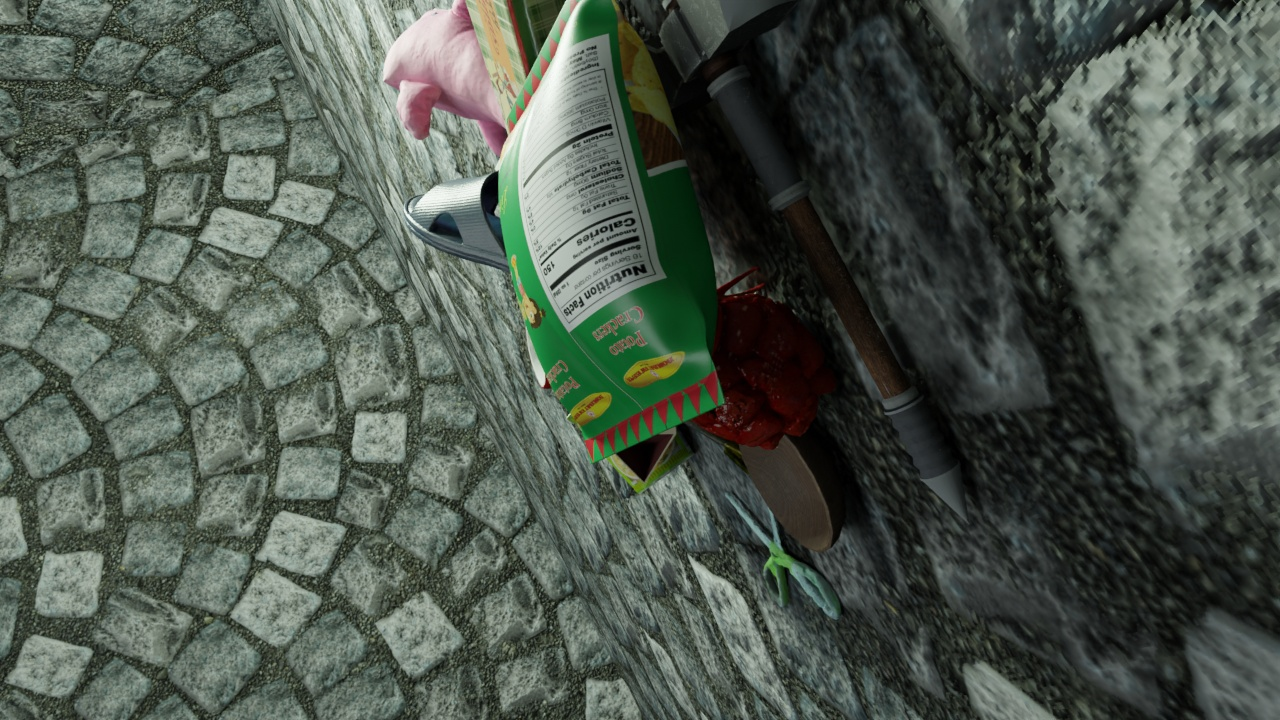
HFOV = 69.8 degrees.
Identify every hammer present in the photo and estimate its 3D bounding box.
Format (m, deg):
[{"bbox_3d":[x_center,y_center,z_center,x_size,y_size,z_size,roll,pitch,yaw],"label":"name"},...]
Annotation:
[{"bbox_3d":[0.099,-0.055,0.494,0.322,0.043,0.156,61,164,-1],"label":"hammer"}]

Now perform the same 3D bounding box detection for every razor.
[{"bbox_3d":[0.056,0.057,0.735,0.106,0.026,0.042,32,-172,-38],"label":"razor"}]

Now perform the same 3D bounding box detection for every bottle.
[{"bbox_3d":[0.065,-0.001,0.588,0.111,0.099,0.099,24,175,-19],"label":"bottle"}]

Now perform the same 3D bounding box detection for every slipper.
[{"bbox_3d":[-0.130,-0.139,0.891,0.264,0.101,0.083,25,122,28],"label":"slipper"}]

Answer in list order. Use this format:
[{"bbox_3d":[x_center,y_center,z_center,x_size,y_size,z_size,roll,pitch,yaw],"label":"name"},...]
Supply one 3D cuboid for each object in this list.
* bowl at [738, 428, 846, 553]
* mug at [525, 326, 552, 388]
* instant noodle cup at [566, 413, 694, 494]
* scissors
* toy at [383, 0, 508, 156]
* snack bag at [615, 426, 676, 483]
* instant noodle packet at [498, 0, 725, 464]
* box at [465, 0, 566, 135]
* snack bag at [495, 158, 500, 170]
[{"bbox_3d":[0.114,0.081,0.667,0.118,0.030,0.118,55,162,27],"label":"bowl"},{"bbox_3d":[-0.058,-0.033,0.883,0.116,0.096,0.081,-118,24,-48],"label":"mug"},{"bbox_3d":[-0.005,0.072,0.932,0.108,0.098,0.099,54,163,7],"label":"instant noodle cup"},{"bbox_3d":[0.124,0.171,0.820,0.172,0.021,0.171,52,164,46],"label":"scissors"},{"bbox_3d":[-0.161,-0.250,0.839,0.265,0.127,0.187,42,150,39],"label":"toy"},{"bbox_3d":[-0.005,0.005,0.775,0.207,0.070,0.094,81,-169,-46],"label":"snack bag"},{"bbox_3d":[-0.027,-0.075,0.548,0.196,0.090,0.252,-34,69,63],"label":"instant noodle packet"},{"bbox_3d":[-0.082,-0.228,0.657,0.117,0.050,0.206,44,154,48],"label":"box"},{"bbox_3d":[-0.090,-0.119,0.979,0.225,0.041,0.077,64,166,-6],"label":"snack bag"}]
